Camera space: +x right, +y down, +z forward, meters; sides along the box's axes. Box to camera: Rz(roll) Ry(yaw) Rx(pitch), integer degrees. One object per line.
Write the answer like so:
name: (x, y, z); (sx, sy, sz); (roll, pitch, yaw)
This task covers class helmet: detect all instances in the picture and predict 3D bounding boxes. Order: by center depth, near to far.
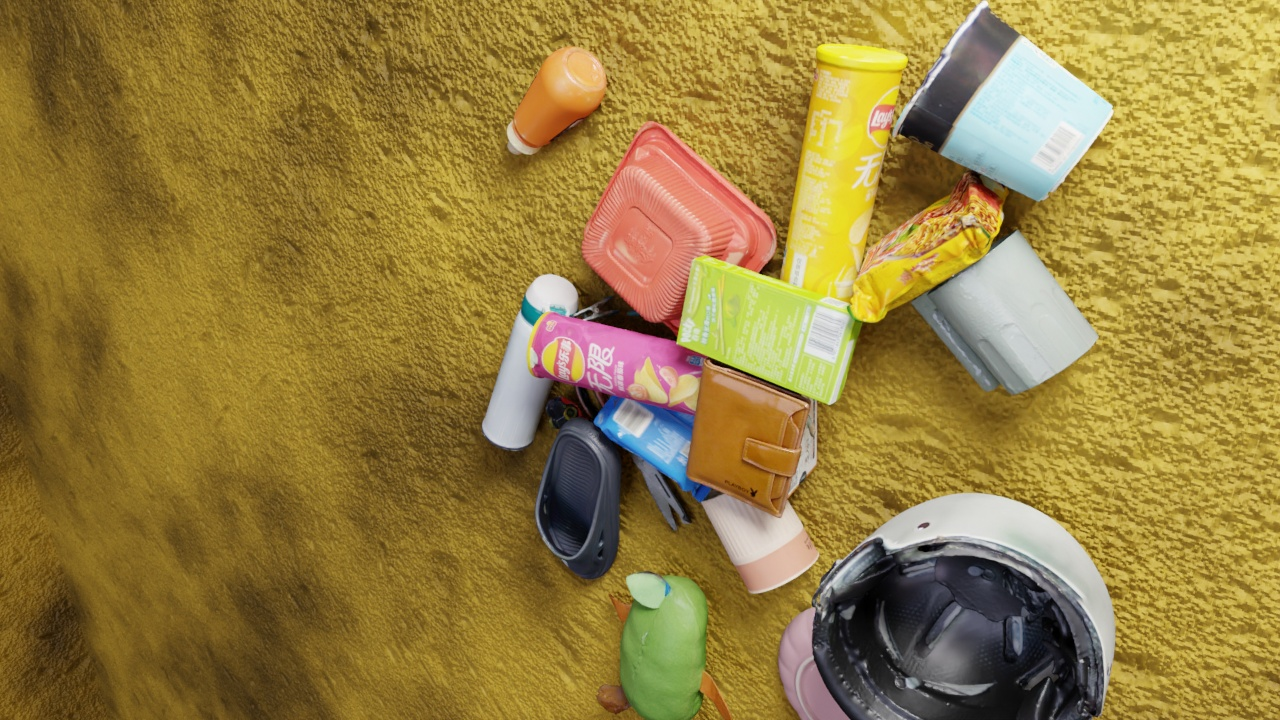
helmet: (0.282, 0.217, 0.788); (0.230, 0.156, 0.275); (36, 138, 18)

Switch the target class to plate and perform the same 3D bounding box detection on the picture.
plate: (0.226, 0.351, 0.967); (0.193, 0.038, 0.193); (16, 119, 32)

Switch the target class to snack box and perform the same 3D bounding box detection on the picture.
snack box: (0.109, -0.028, 0.797); (0.156, 0.026, 0.086); (22, 116, 27)
snack box: (0.143, 0.047, 0.870); (0.026, 0.075, 0.154); (9, 115, 30)

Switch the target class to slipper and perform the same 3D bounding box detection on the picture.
slipper: (-0.087, 0.179, 1.084); (0.111, 0.083, 0.269); (34, 140, 24)

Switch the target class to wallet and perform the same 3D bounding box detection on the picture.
wallet: (0.103, 0.073, 0.842); (0.119, 0.035, 0.131); (24, 125, 26)

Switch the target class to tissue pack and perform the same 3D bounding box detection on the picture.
tissue pack: (0.033, 0.070, 0.961); (0.157, 0.052, 0.095); (34, 87, 23)

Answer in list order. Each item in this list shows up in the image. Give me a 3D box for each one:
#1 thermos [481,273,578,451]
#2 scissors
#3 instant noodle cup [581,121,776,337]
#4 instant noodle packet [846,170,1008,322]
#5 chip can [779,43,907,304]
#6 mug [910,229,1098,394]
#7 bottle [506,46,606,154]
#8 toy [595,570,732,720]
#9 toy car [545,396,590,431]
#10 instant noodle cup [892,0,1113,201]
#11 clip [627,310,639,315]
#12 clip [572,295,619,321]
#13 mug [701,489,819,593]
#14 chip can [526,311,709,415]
thermos: (-0.128, 0.002, 1.069); (0.073, 0.073, 0.225); (37, 127, 19)
scissors: (0.000, 0.089, 1.040); (0.202, 0.015, 0.206); (28, 124, 25)
instant noodle cup: (0.022, -0.115, 0.890); (0.189, 0.078, 0.165); (43, 127, 16)
instant noodle packet: (0.224, -0.090, 0.724); (0.044, 0.110, 0.129); (45, 132, -7)
chip can: (0.165, -0.150, 0.768); (0.072, 0.071, 0.214); (22, 121, 29)
mug: (0.285, -0.031, 0.735); (0.103, 0.083, 0.124); (53, 158, 5)
bottle: (-0.095, -0.254, 0.934); (0.150, 0.066, 0.067); (-31, 89, 49)
toy: (0.027, 0.356, 1.092); (0.227, 0.089, 0.247); (32, 123, 36)
toy car: (-0.070, 0.086, 1.080); (0.106, 0.031, 0.049); (52, 144, -3)
instant noodle cup: (0.266, -0.180, 0.665); (0.120, 0.111, 0.111); (36, 128, 9)
clip: (0.008, -0.059, 0.970); (0.054, 0.013, 0.033); (16, 119, 33)
clip: (-0.051, -0.052, 0.990); (0.026, 0.058, 0.042); (-21, 94, 46)
mug: (0.117, 0.174, 0.955); (0.106, 0.081, 0.115); (61, 161, 1)
chip can: (-0.005, 0.005, 0.923); (0.211, 0.071, 0.071); (13, 118, 19)
